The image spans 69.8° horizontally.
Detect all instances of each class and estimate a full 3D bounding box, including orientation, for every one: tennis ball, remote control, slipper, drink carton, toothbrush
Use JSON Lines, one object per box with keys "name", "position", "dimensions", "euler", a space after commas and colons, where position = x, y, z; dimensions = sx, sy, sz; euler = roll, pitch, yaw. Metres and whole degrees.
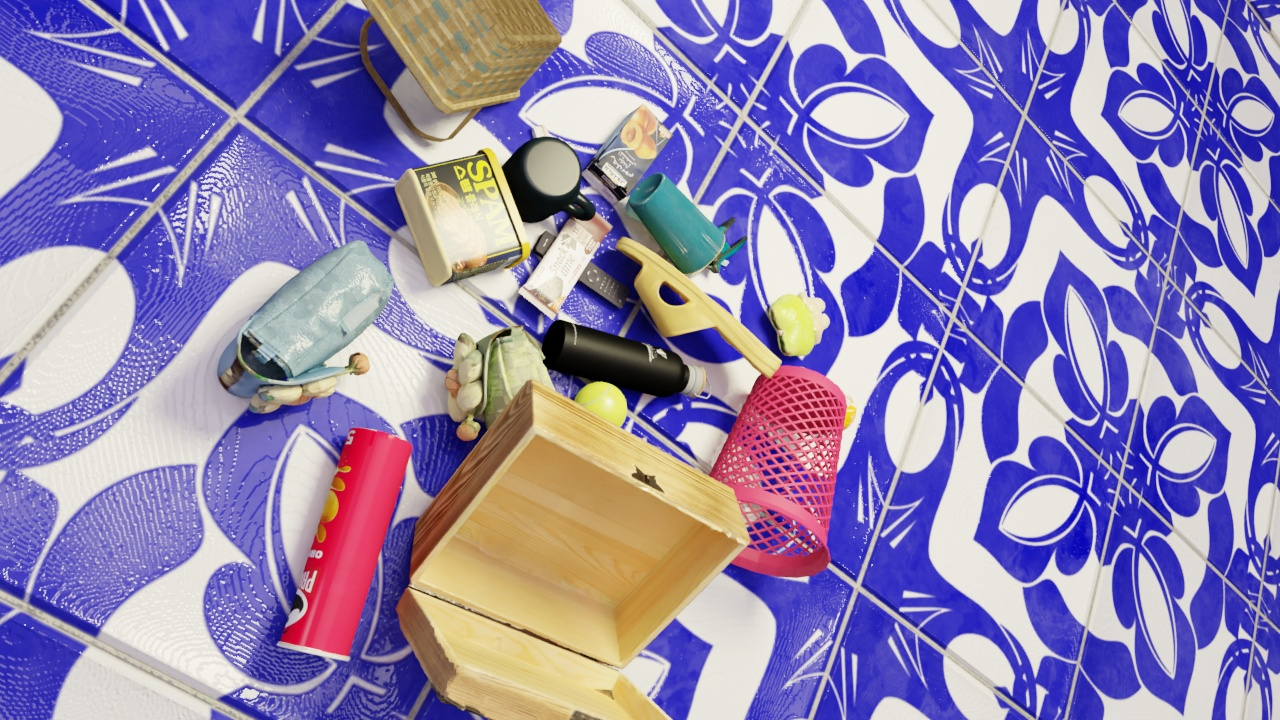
{"name": "tennis ball", "position": [-0.049, 0.058, 1.103], "dimensions": [0.065, 0.065, 0.065], "euler": [7, 76, -31]}
{"name": "remote control", "position": [-0.074, -0.112, 1.154], "dimensions": [0.136, 0.015, 0.032], "euler": [34, 64, -22]}
{"name": "slipper", "position": [0.062, -0.056, 1.177], "dimensions": [0.263, 0.099, 0.078], "euler": [39, 97, -3]}
{"name": "drink carton", "position": [-0.017, -0.271, 1.209], "dimensions": [0.064, 0.040, 0.129], "euler": [43, 61, -17]}
{"name": "toothbrush", "position": [-0.098, -0.213, 1.161], "dimensions": [0.018, 0.016, 0.181], "euler": [-22, 91, -27]}

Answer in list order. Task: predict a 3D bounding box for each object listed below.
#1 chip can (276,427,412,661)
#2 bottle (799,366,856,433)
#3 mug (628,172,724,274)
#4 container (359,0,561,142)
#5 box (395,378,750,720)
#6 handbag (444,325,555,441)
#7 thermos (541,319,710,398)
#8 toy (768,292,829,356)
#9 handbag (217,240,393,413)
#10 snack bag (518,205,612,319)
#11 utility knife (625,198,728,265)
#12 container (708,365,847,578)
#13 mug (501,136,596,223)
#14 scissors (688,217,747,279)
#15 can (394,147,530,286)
{"name": "chip can", "position": [-0.293, 0.181, 0.921], "dimensions": [0.069, 0.069, 0.220], "euler": [23, 68, -26]}
{"name": "bottle", "position": [0.253, 0.054, 1.295], "dimensions": [0.108, 0.063, 0.063], "euler": [39, 62, -21]}
{"name": "mug", "position": [0.044, -0.180, 1.186], "dimensions": [0.121, 0.078, 0.078], "euler": [46, 59, -30]}
{"name": "container", "position": [-0.216, -0.350, 1.031], "dimensions": [0.157, 0.187, 0.249], "euler": [55, 21, -10]}
{"name": "box", "position": [-0.070, 0.255, 0.893], "dimensions": [0.279, 0.283, 0.314], "euler": [30, 24, -25]}
{"name": "handbag", "position": [-0.153, 0.053, 1.014], "dimensions": [0.116, 0.113, 0.186], "euler": [-18, 90, -26]}
{"name": "thermos", "position": [-0.007, 0.007, 1.143], "dimensions": [0.231, 0.061, 0.061], "euler": [15, 72, -29]}
{"name": "toy", "position": [0.231, -0.055, 1.317], "dimensions": [0.115, 0.046, 0.092], "euler": [-23, 93, -41]}
{"name": "handbag", "position": [-0.324, -0.024, 0.920], "dimensions": [0.118, 0.122, 0.191], "euler": [50, 54, -12]}
{"name": "snack bag", "position": [-0.090, -0.126, 1.128], "dimensions": [0.057, 0.013, 0.157], "euler": [39, 62, -18]}
{"name": "utility knife", "position": [0.051, -0.169, 1.249], "dimensions": [0.179, 0.016, 0.022], "euler": [26, 67, -29]}
{"name": "container", "position": [0.178, 0.133, 1.177], "dimensions": [0.183, 0.184, 0.225], "euler": [38, 55, -20]}
{"name": "mug", "position": [-0.106, -0.206, 1.097], "dimensions": [0.121, 0.095, 0.085], "euler": [34, 72, -17]}
{"name": "scissors", "position": [0.109, -0.149, 1.266], "dimensions": [0.140, 0.019, 0.128], "euler": [11, 66, -36]}
{"name": "can", "position": [-0.204, -0.162, 1.049], "dimensions": [0.104, 0.075, 0.135], "euler": [-22, 91, -31]}
